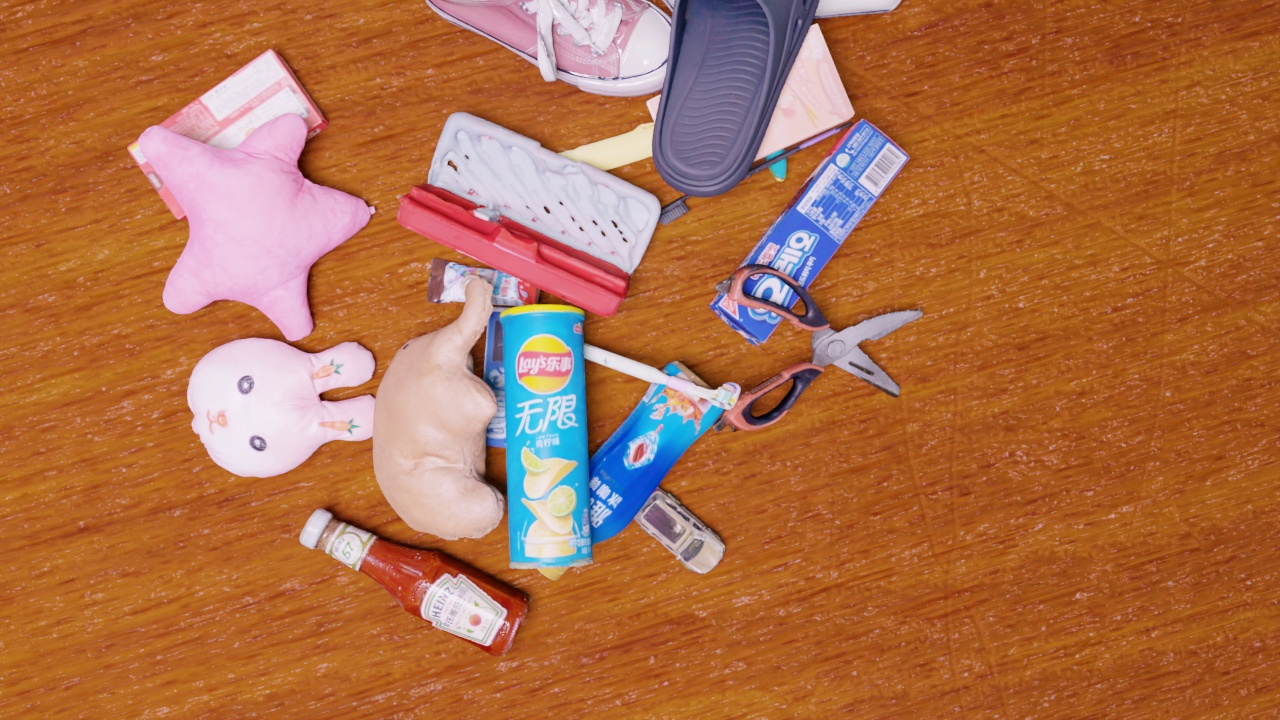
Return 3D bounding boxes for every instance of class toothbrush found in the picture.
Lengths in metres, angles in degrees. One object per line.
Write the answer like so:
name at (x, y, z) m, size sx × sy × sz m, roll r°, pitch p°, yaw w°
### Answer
toothbrush at (-0.005, 0.005, 0.782) m, size 0.190 × 0.029 × 0.020 m, roll 18°, pitch 136°, yaw 26°
toothbrush at (0.097, -0.162, 0.800) m, size 0.189 × 0.014 × 0.017 m, roll -24°, pitch 106°, yaw 13°

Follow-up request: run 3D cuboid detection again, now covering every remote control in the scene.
remote control at (-0.115, 0.015, 0.816) m, size 0.049 × 0.024 × 0.125 m, roll 4°, pitch 89°, yaw -3°

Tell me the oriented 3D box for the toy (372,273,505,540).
toy at (-0.169, 0.039, 0.771) m, size 0.144 × 0.082 × 0.226 m, roll 6°, pitch 101°, yaw 30°

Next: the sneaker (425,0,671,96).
sneaker at (-0.075, -0.293, 0.766) m, size 0.241 × 0.088 × 0.118 m, roll 21°, pitch 93°, yaw -4°

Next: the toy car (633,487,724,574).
toy car at (0.036, 0.156, 0.827) m, size 0.090 × 0.035 × 0.042 m, roll 41°, pitch 92°, yaw -6°

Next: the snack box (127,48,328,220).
snack box at (-0.355, -0.193, 0.792) m, size 0.153 × 0.025 × 0.075 m, roll -35°, pitch 95°, yaw 0°

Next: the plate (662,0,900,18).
plate at (0.122, -0.373, 0.797) m, size 0.265 × 0.034 × 0.162 m, roll -6°, pitch 93°, yaw -2°

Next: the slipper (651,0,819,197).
slipper at (0.077, -0.266, 0.730) m, size 0.111 × 0.083 × 0.268 m, roll 16°, pitch 90°, yaw 8°

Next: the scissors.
scissors at (0.148, -0.014, 0.788) m, size 0.224 × 0.015 × 0.189 m, roll -29°, pitch 116°, yaw -12°

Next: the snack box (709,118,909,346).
snack box at (0.144, -0.110, 0.802) m, size 0.057 × 0.058 × 0.207 m, roll 38°, pitch 91°, yaw -5°

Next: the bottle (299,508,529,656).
bottle at (-0.199, 0.190, 0.806) m, size 0.206 × 0.060 × 0.060 m, roll 28°, pitch 92°, yaw -4°

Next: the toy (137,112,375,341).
toy at (-0.313, -0.108, 0.773) m, size 0.178 × 0.074 × 0.195 m, roll -9°, pitch 112°, yaw -22°

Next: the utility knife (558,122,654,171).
utility knife at (-0.048, -0.179, 0.810) m, size 0.178 × 0.019 × 0.031 m, roll -16°, pitch 90°, yaw -5°

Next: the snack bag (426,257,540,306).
snack bag at (-0.135, -0.066, 0.808) m, size 0.105 × 0.026 × 0.045 m, roll 5°, pitch 70°, yaw 0°

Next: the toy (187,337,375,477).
toy at (-0.308, 0.036, 0.798) m, size 0.159 × 0.054 × 0.121 m, roll -13°, pitch 95°, yaw -10°

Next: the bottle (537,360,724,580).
bottle at (-0.015, 0.101, 0.805) m, size 0.065 × 0.065 × 0.218 m, roll 39°, pitch 91°, yaw -4°

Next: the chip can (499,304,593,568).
chip can at (-0.078, 0.063, 0.758) m, size 0.071 × 0.071 × 0.210 m, roll -2°, pitch 82°, yaw -2°

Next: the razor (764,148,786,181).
razor at (0.111, -0.222, 0.808) m, size 0.043 × 0.028 × 0.132 m, roll -13°, pitch 93°, yaw 2°

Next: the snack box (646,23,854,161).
snack box at (0.093, -0.214, 0.784) m, size 0.157 × 0.026 × 0.084 m, roll -23°, pitch 93°, yaw 6°

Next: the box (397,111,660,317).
box at (-0.090, -0.124, 0.768) m, size 0.201 × 0.094 × 0.100 m, roll 23°, pitch 109°, yaw -3°
